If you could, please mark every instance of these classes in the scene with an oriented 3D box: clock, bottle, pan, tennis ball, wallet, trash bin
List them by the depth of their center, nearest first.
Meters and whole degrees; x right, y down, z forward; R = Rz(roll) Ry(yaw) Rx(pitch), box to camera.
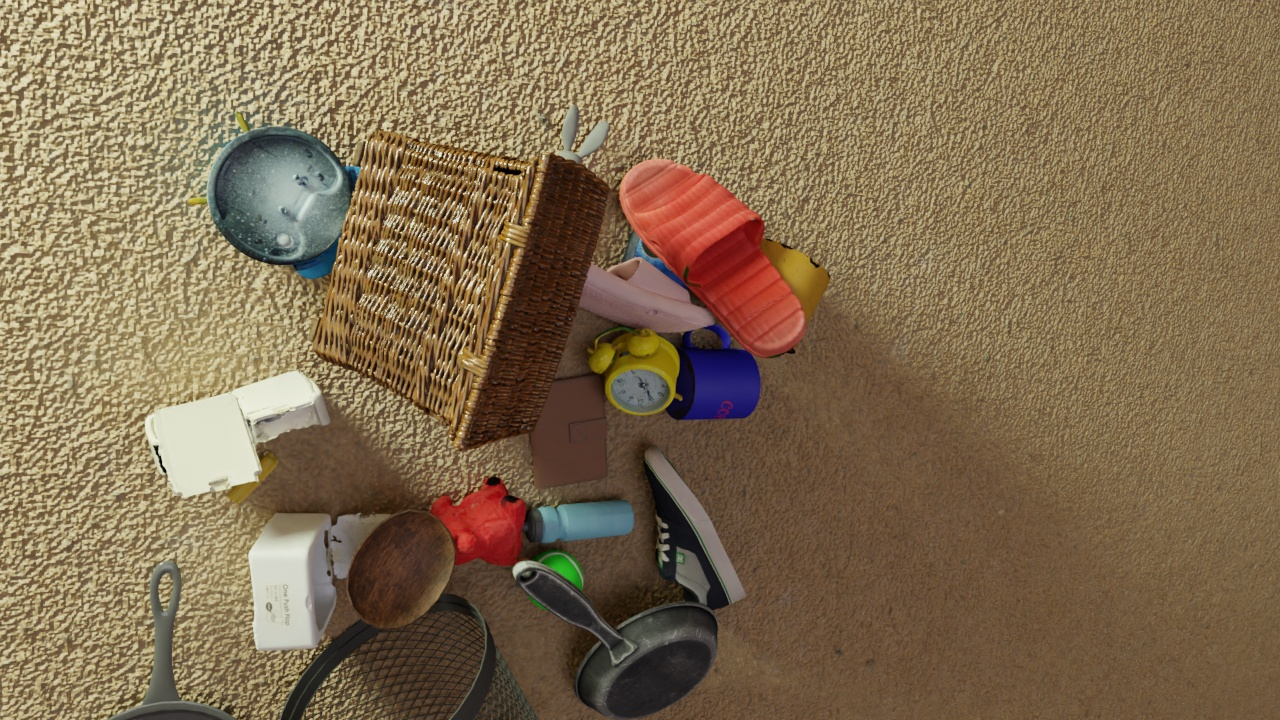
[{"bbox_3d":[-0.302,-0.136,0.809,0.161,0.060,0.117,31,88,-31],"label":"clock"},{"bbox_3d":[-0.461,0.355,0.879,0.216,0.024,0.355,2,103,-27],"label":"pan"},{"bbox_3d":[-0.202,0.393,0.916,0.217,0.218,0.227,-33,119,-15],"label":"trash bin"},{"bbox_3d":[-0.006,0.006,0.974,0.083,0.057,0.119,-20,127,21],"label":"clock"},{"bbox_3d":[-0.078,0.077,1.002,0.087,0.013,0.121,-8,105,-22],"label":"wallet"},{"bbox_3d":[-0.095,0.241,1.007,0.065,0.065,0.065,-7,106,-25],"label":"tennis ball"},{"bbox_3d":[-0.072,0.179,1.016,0.129,0.040,0.040,-1,104,-26],"label":"bottle"},{"bbox_3d":[-0.029,0.309,1.020,0.187,0.055,0.357,-39,136,3],"label":"pan"}]

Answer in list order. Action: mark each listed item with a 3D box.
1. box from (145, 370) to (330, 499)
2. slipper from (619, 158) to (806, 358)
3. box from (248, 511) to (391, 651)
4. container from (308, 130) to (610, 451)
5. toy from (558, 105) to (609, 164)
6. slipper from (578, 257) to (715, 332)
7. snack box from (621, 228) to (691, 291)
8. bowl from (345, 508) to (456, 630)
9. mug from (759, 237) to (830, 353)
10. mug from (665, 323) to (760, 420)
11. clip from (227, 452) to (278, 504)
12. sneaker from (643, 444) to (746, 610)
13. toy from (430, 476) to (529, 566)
[{"bbox_3d":[-0.334,0.042,0.766,0.143,0.187,0.070,-20,110,-28],"label":"box"},{"bbox_3d":[0.077,-0.113,0.920,0.103,0.059,0.248,-38,81,-13],"label":"slipper"},{"bbox_3d":[-0.286,0.204,0.876,0.136,0.121,0.109,2,104,-5],"label":"box"},{"bbox_3d":[-0.163,-0.074,0.810,0.183,0.162,0.250,20,96,15],"label":"container"},{"bbox_3d":[-0.073,-0.197,0.922,0.049,0.030,0.112,24,97,-15],"label":"toy"},{"bbox_3d":[-0.025,-0.076,0.943,0.221,0.107,0.055,21,76,-24],"label":"slipper"},{"bbox_3d":[0.057,-0.118,1.009,0.150,0.027,0.082,14,97,-29],"label":"snack box"},{"bbox_3d":[-0.231,0.196,0.870,0.102,0.026,0.114,51,62,-29],"label":"bowl"},{"bbox_3d":[0.133,-0.078,0.994,0.124,0.100,0.094,28,87,2],"label":"mug"},{"bbox_3d":[0.076,0.011,1.031,0.083,0.079,0.111,0,75,-27],"label":"mug"},{"bbox_3d":[-0.371,0.102,0.855,0.054,0.044,0.049,-46,143,-7],"label":"clip"},{"bbox_3d":[0.044,0.205,1.062,0.079,0.084,0.235,-28,115,-4],"label":"sneaker"},{"bbox_3d":[-0.179,0.192,0.949,0.132,0.088,0.094,-19,123,-18],"label":"toy"}]
